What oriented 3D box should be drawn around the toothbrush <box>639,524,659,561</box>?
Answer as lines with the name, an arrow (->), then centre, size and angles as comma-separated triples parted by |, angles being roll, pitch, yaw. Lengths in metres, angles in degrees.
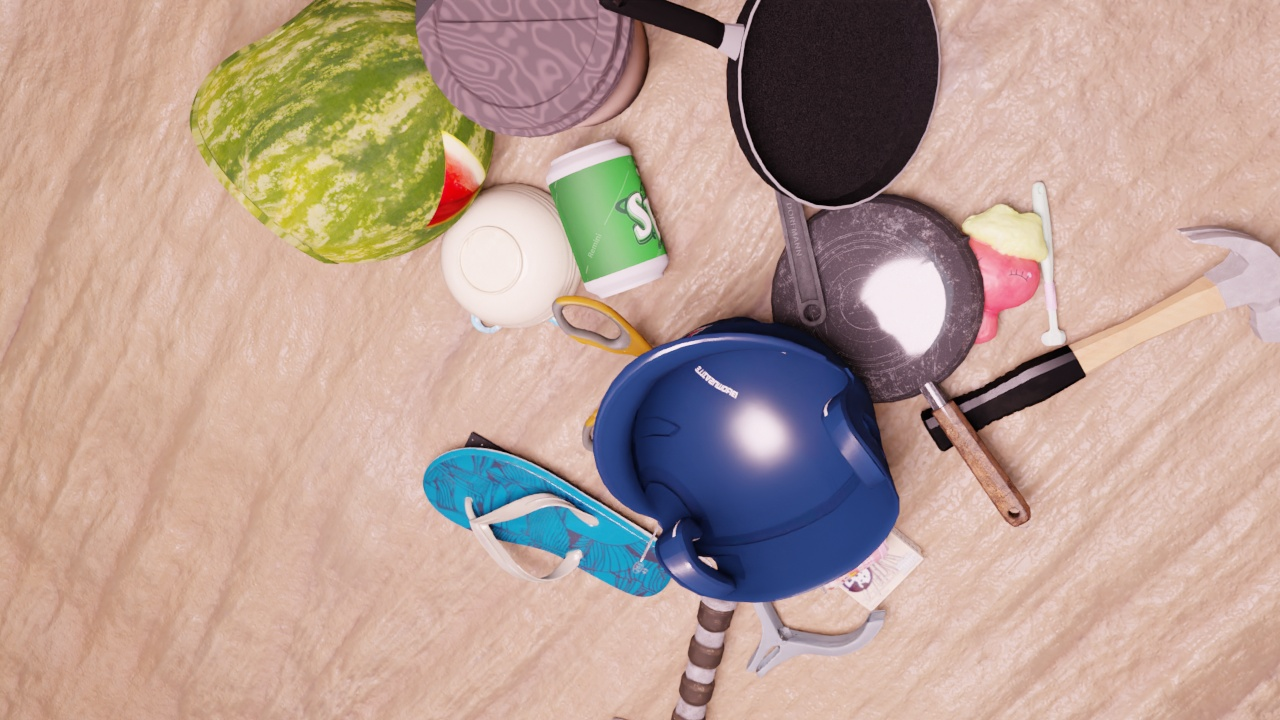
toothbrush -> 0.031, 0.146, 0.897 | 0.010, 0.181, 0.010 | 34, 119, 1

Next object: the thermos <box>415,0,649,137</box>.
thermos -> -0.075, -0.280, 0.809 | 0.173, 0.225, 0.173 | 2, 101, 11

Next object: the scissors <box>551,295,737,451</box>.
scissors -> -0.005, 0.006, 0.927 | 0.226, 0.016, 0.230 | -39, 116, 23

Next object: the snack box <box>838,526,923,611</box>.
snack box -> 0.206, 0.181, 0.946 | 0.150, 0.026, 0.082 | 38, 106, 2

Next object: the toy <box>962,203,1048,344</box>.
toy -> 0.325, -0.080, 0.861 | 0.092, 0.045, 0.135 | 25, 107, 9

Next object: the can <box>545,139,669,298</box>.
can -> -0.032, -0.138, 0.900 | 0.088, 0.087, 0.140 | -18, 97, 14

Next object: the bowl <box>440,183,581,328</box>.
bowl -> -0.139, -0.102, 0.925 | 0.151, 0.075, 0.151 | 2, 101, 12

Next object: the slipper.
slipper -> -0.105, 0.180, 0.985 | 0.295, 0.060, 0.118 | 24, 114, 5

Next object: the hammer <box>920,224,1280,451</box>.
hammer -> 0.419, -0.008, 0.849 | 0.329, 0.039, 0.131 | -30, 110, 19

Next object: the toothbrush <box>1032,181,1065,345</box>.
toothbrush -> 0.382, -0.090, 0.863 | 0.022, 0.015, 0.155 | -8, 99, 10

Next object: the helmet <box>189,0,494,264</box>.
helmet -> -0.254, -0.218, 0.863 | 0.247, 0.213, 0.243 | -44, 70, 2

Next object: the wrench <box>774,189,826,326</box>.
wrench -> 0.137, -0.165, 0.868 | 0.073, 0.018, 0.273 | -12, 85, 13

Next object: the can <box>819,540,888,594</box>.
can -> 0.192, 0.178, 0.891 | 0.076, 0.067, 0.067 | -33, 93, -1

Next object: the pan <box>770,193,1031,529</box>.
pan -> 0.259, 0.009, 0.862 | 0.208, 0.040, 0.357 | -36, 82, 26

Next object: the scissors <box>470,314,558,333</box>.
scissors -> -0.133, -0.089, 0.971 | 0.134, 0.011, 0.140 | -25, 94, 17

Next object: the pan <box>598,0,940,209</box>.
pan -> 0.115, -0.253, 0.766 | 0.355, 0.034, 0.225 | 6, 101, -31

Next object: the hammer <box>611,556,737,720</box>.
hammer -> 0.059, 0.358, 0.983 | 0.177, 0.079, 0.326 | 14, 103, 8

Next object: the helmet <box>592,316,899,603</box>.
helmet -> 0.084, 0.062, 0.823 | 0.272, 0.222, 0.233 | 30, 119, -35

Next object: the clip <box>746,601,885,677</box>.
clip -> 0.177, 0.262, 0.951 | 0.166, 0.032, 0.165 | -7, 107, 22

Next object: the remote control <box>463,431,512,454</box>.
remote control -> -0.132, 0.125, 1.013 | 0.140, 0.009, 0.030 | 29, 105, 5
